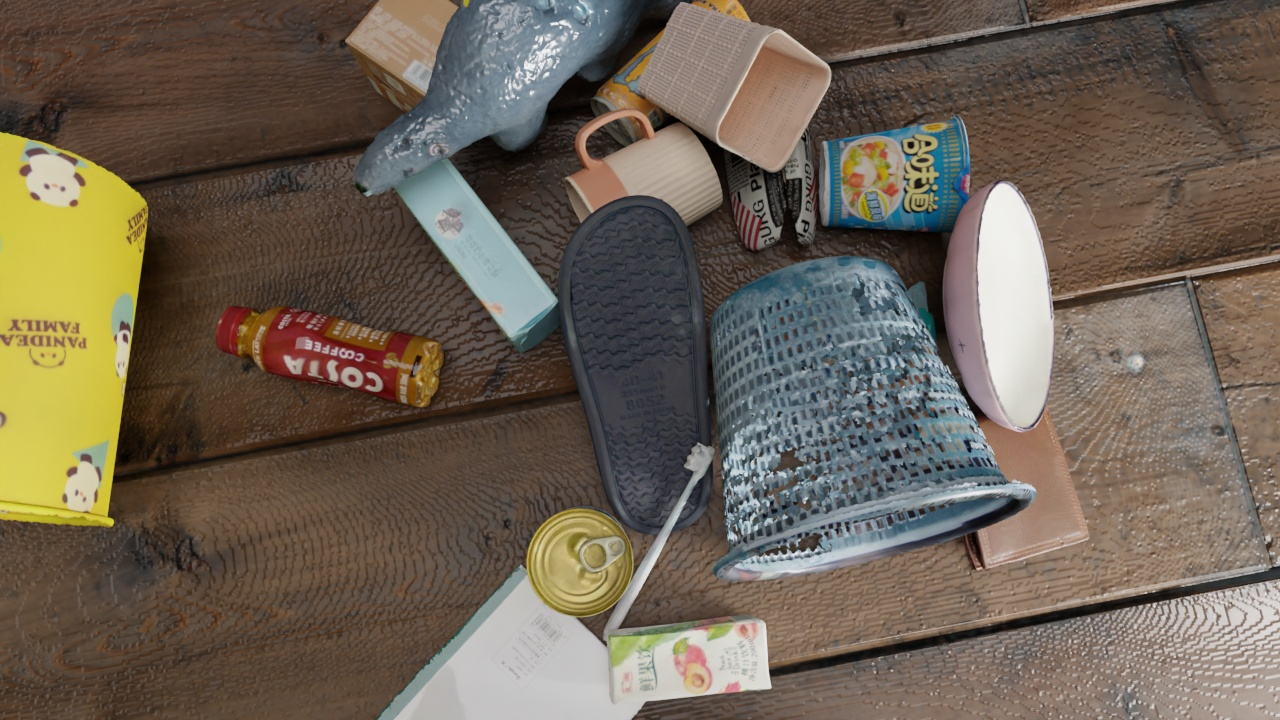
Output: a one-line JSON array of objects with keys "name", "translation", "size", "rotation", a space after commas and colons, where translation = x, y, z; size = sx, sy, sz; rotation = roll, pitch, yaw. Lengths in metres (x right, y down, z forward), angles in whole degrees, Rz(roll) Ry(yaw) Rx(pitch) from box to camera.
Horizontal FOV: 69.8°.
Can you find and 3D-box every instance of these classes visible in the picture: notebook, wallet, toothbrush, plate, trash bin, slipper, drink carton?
[{"name": "notebook", "translation": [-0.113, 0.289, 0.723], "size": [0.150, 0.012, 0.209], "rotation": [42, 83, 7]}, {"name": "wallet", "translation": [0.299, 0.098, 0.741], "size": [0.101, 0.032, 0.124], "rotation": [-12, 83, -14]}, {"name": "toothbrush", "translation": [0.010, 0.144, 0.721], "size": [0.016, 0.016, 0.180], "rotation": [25, 99, -13]}, {"name": "plate", "translation": [0.275, -0.040, 0.711], "size": [0.039, 0.192, 0.192], "rotation": [-5, 79, 38]}, {"name": "trash bin", "translation": [-0.489, -0.018, 0.672], "size": [0.229, 0.230, 0.255], "rotation": [4, 76, 0]}, {"name": "slipper", "translation": [-0.004, 0.004, 0.736], "size": [0.110, 0.083, 0.268], "rotation": [-9, 102, -7]}, {"name": "drink carton", "translation": [0.035, 0.231, 0.711], "size": [0.122, 0.045, 0.053], "rotation": [-4, 82, -7]}, {"name": "trash bin", "translation": [0.142, 0.040, 0.677], "size": [0.226, 0.227, 0.195], "rotation": [-11, 68, -2]}]

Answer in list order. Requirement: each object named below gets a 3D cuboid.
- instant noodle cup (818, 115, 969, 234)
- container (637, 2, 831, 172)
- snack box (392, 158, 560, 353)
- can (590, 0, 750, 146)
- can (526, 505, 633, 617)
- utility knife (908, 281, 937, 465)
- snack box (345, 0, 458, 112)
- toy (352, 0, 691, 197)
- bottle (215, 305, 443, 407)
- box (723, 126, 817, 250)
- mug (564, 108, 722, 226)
[{"name": "instant noodle cup", "translation": [0.204, -0.149, 0.755], "size": [0.110, 0.099, 0.099], "rotation": [-1, 81, 7]}, {"name": "container", "translation": [0.068, -0.216, 0.713], "size": [0.111, 0.090, 0.090], "rotation": [41, 109, 40]}, {"name": "snack box", "translation": [-0.133, -0.091, 0.751], "size": [0.051, 0.074, 0.175], "rotation": [-38, 83, -5]}, {"name": "can", "translation": [0.027, -0.250, 0.784], "size": [0.146, 0.058, 0.058], "rotation": [-44, 84, -7]}, {"name": "can", "translation": [-0.044, 0.149, 0.696], "size": [0.075, 0.111, 0.075], "rotation": [0, 82, -2]}, {"name": "utility knife", "translation": [0.238, 0.019, 0.765], "size": [0.029, 0.013, 0.174], "rotation": [-2, 83, -2]}, {"name": "snack box", "translation": [-0.173, -0.248, 0.765], "size": [0.093, 0.094, 0.077], "rotation": [35, 82, 5]}, {"name": "toy", "translation": [-0.077, -0.246, 0.707], "size": [0.355, 0.138, 0.091], "rotation": [-41, 74, -21]}, {"name": "bottle", "translation": [-0.252, -0.007, 0.746], "size": [0.175, 0.057, 0.057], "rotation": [12, 81, 2]}, {"name": "box", "translation": [0.100, -0.173, 0.774], "size": [0.086, 0.076, 0.163], "rotation": [-6, 84, 16]}, {"name": "mug", "translation": [-0.003, -0.149, 0.748], "size": [0.106, 0.081, 0.114], "rotation": [-30, 116, -7]}]
